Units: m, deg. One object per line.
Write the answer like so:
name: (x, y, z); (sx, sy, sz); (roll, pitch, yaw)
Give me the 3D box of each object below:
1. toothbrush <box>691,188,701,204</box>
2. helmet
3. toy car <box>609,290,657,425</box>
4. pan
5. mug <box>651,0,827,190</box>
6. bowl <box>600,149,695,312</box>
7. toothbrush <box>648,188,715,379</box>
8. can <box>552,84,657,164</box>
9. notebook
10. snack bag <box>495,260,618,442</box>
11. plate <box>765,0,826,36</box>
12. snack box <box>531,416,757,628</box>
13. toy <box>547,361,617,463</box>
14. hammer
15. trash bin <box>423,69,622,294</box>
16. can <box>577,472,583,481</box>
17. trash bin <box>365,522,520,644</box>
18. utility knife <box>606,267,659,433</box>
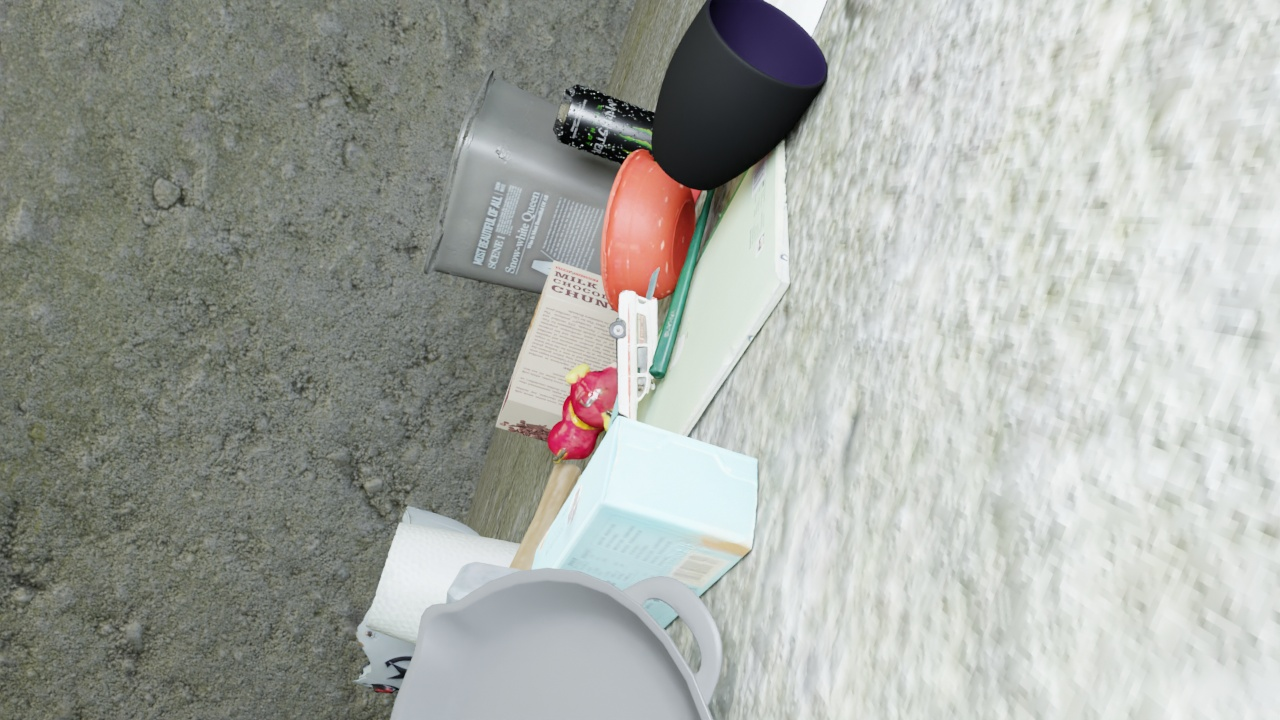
toothbrush: (0.051, -0.165, 0.789); (0.012, 0.018, 0.213); (-85, 16, -51)
helmet: (-0.273, 0.338, 1.246); (0.265, 0.163, 0.235); (109, 176, -46)
toy car: (-0.003, 0.006, 0.672); (0.039, 0.039, 0.113); (179, 90, -88)
pan: (-0.080, 0.239, 0.412); (0.355, 0.024, 0.216); (-51, 52, 10)
mug: (0.061, -0.164, 0.572); (0.118, 0.085, 0.100); (-38, -10, -44)
bowl: (0.013, -0.098, 0.723); (0.130, 0.045, 0.130); (11, -91, -74)
toothbrush: (0.033, -0.073, 0.679); (0.016, 0.017, 0.189); (126, 162, -63)
can: (-0.008, -0.199, 0.816); (0.054, 0.137, 0.054); (-164, 91, -80)
notebook: (0.041, -0.024, 0.629); (0.181, 0.010, 0.253); (-83, 15, -45)
snack bag: (-0.082, 0.009, 0.976); (0.069, 0.094, 0.207); (-87, 18, -55)
plate: (0.103, -0.248, 0.634); (0.104, 0.026, 0.104); (-163, 91, -80)
snack box: (-0.007, 0.100, 0.487); (0.175, 0.075, 0.053); (120, 164, -50)
toy: (-0.050, 0.050, 0.832); (0.105, 0.067, 0.138); (-59, 2, -24)
hammer: (-0.086, 0.154, 0.700); (0.322, 0.051, 0.117); (-69, -12, -73)
trash bin: (-0.097, -0.174, 1.015); (0.197, 0.220, 0.198); (-87, 18, -55)
can: (-0.037, 0.127, 0.702); (0.038, 0.038, 0.079); (128, 157, -63)
trash bin: (-0.177, 0.233, 0.913); (0.133, 0.161, 0.133); (-163, 91, -80)
utility knife: (-0.004, 0.004, 0.729); (0.022, 0.016, 0.178); (-33, -34, -47)
